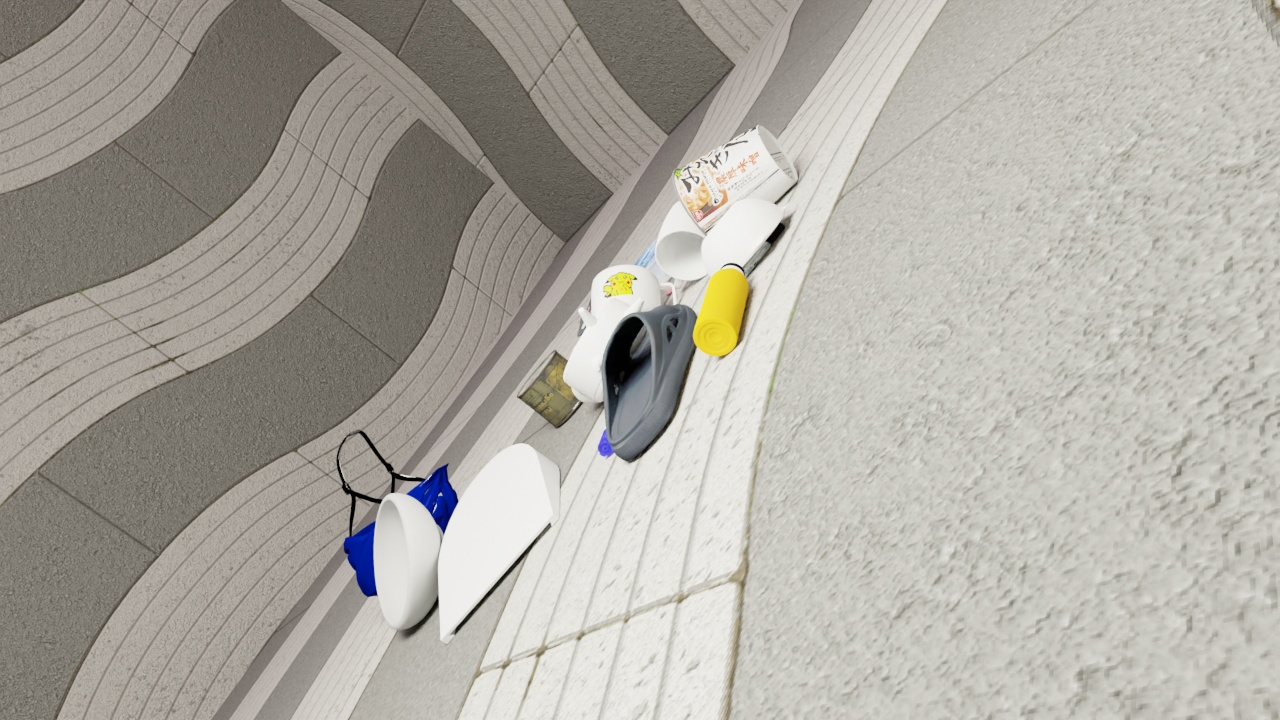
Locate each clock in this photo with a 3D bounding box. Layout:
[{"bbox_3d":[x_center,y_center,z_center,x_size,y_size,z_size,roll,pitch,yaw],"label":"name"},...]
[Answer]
[{"bbox_3d":[0.019,-0.147,1.447,0.088,0.052,0.126,-56,13,-26],"label":"clock"},{"bbox_3d":[-0.049,-0.016,1.148,0.125,0.073,0.161,-58,-5,-19],"label":"clock"}]

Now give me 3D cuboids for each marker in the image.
[{"bbox_3d":[0.114,-0.095,1.032,0.152,0.011,0.011,-51,12,-6],"label":"marker"},{"bbox_3d":[-0.025,0.061,1.045,0.020,0.020,0.141,-44,13,29],"label":"marker"}]

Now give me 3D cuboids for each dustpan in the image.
[{"bbox_3d":[-0.165,0.206,1.119,0.191,0.053,0.257,-49,23,7],"label":"dustpan"}]

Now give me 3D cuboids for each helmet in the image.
[{"bbox_3d":[-0.383,0.223,1.366,0.242,0.227,0.147,-48,-5,14],"label":"helmet"}]

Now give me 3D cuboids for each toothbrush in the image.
[{"bbox_3d":[0.073,-0.134,1.289,0.135,0.016,0.021,-42,28,37],"label":"toothbrush"}]

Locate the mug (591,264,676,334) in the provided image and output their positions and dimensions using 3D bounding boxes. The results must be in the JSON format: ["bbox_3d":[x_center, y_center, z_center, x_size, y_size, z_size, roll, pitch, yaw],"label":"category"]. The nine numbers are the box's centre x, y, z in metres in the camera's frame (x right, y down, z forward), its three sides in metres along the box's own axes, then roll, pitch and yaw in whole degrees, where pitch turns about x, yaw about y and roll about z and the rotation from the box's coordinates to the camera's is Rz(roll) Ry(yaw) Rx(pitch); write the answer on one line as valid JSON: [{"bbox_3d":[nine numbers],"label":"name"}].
[{"bbox_3d":[-0.009,-0.079,1.237,0.094,0.116,0.068,68,-164,-61],"label":"mug"}]

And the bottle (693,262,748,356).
[{"bbox_3d":[0.086,-0.058,0.940,0.043,0.043,0.143,-43,13,30],"label":"bottle"}]

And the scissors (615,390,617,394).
[{"bbox_3d":[0.004,-0.008,1.146,0.155,0.019,0.126,-53,4,24],"label":"scissors"}]

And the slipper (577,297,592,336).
[{"bbox_3d":[-0.050,-0.099,1.536,0.111,0.063,0.263,-41,12,39],"label":"slipper"}]

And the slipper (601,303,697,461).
[{"bbox_3d":[-0.006,0.006,0.995,0.111,0.083,0.267,-46,13,27],"label":"slipper"}]

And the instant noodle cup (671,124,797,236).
[{"bbox_3d":[0.126,-0.228,1.171,0.122,0.123,0.123,-34,18,27],"label":"instant noodle cup"}]

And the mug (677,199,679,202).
[{"bbox_3d":[0.086,-0.195,1.325,0.095,0.077,0.113,-74,-5,-63],"label":"mug"}]

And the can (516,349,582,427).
[{"bbox_3d":[-0.124,0.042,1.338,0.090,0.074,0.089,-48,10,11],"label":"can"}]

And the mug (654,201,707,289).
[{"bbox_3d":[0.063,-0.153,1.240,0.087,0.081,0.114,-76,-1,-47],"label":"mug"}]

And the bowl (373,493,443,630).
[{"bbox_3d":[-0.299,0.263,1.216,0.177,0.066,0.176,-1,88,60],"label":"bowl"}]

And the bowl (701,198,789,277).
[{"bbox_3d":[0.110,-0.144,1.061,0.115,0.050,0.114,-50,4,4],"label":"bowl"}]
